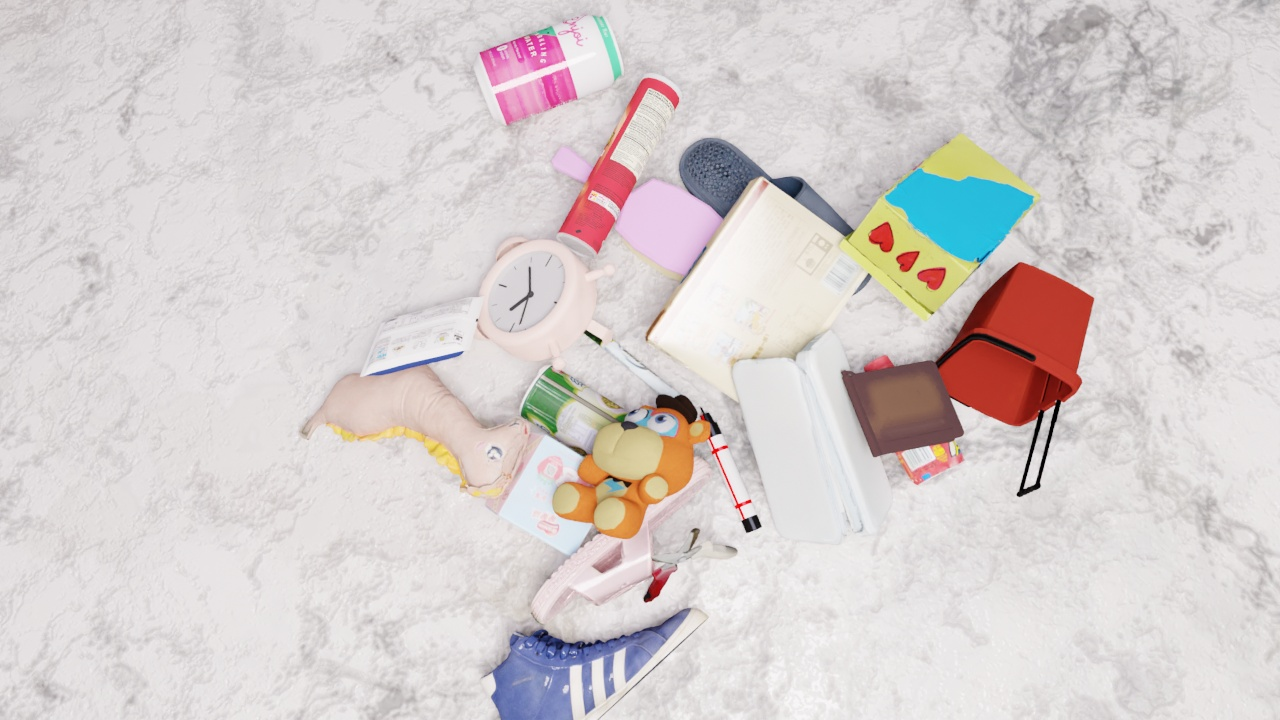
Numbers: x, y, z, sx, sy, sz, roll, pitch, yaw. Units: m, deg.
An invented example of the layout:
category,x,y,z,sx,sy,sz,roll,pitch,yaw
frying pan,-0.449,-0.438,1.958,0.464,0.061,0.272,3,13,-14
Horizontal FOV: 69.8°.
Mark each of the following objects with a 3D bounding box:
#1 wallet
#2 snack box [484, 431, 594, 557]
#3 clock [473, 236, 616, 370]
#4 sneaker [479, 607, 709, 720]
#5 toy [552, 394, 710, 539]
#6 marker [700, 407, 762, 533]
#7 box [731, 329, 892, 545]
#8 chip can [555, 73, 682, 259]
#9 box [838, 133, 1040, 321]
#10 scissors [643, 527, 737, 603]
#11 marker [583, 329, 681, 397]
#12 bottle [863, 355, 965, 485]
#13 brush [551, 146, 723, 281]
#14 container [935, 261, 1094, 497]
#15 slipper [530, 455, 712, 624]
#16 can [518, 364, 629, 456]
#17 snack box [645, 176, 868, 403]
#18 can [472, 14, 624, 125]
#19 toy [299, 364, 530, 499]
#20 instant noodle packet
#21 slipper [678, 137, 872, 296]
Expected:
category,x,y,z,sx,sy,sz,roll,pitch,yaw
wallet,0.264,0.046,0.927,0.115,0.018,0.091,-7,68,-27
snack box,-0.095,0.138,0.959,0.093,0.080,0.094,33,78,-17
clock,-0.113,-0.063,1.026,0.161,0.086,0.131,21,77,29
sneaker,-0.056,0.293,0.931,0.233,0.091,0.118,-43,74,1
toy,-0.002,0.103,0.902,0.112,0.096,0.175,10,37,42
marker,0.094,0.116,0.997,0.019,0.019,0.145,-22,75,-2
box,0.190,0.076,0.951,0.105,0.130,0.211,-27,107,-43
chip can,-0.023,-0.217,1.027,0.052,0.052,0.214,25,79,10
box,0.317,-0.144,0.963,0.124,0.083,0.220,41,49,10
scissors,0.046,0.200,0.909,0.179,0.197,0.015,-8,59,-40
marker,-0.006,0.006,1.034,0.146,0.017,0.017,39,81,11
bottle,0.284,0.060,0.977,0.062,0.062,0.137,-26,77,-3
brush,-0.004,-0.175,1.065,0.229,0.043,0.089,34,80,11
container,0.371,0.020,0.938,0.127,0.148,0.200,28,70,6
slipper,-0.006,0.197,0.947,0.239,0.094,0.064,-40,72,-12
can,-0.066,0.061,0.997,0.121,0.067,0.067,31,80,10
snack box,0.124,-0.066,0.977,0.153,0.055,0.207,34,96,-7
can,-0.109,-0.347,1.093,0.166,0.088,0.088,-21,75,-2
toy,-0.240,0.081,0.976,0.196,0.065,0.264,-46,55,-4
instant noodle packet,-0.236,-0.027,0.996,0.134,0.026,0.086,-13,41,17
slipper,0.148,-0.167,1.034,0.263,0.082,0.101,41,84,13
